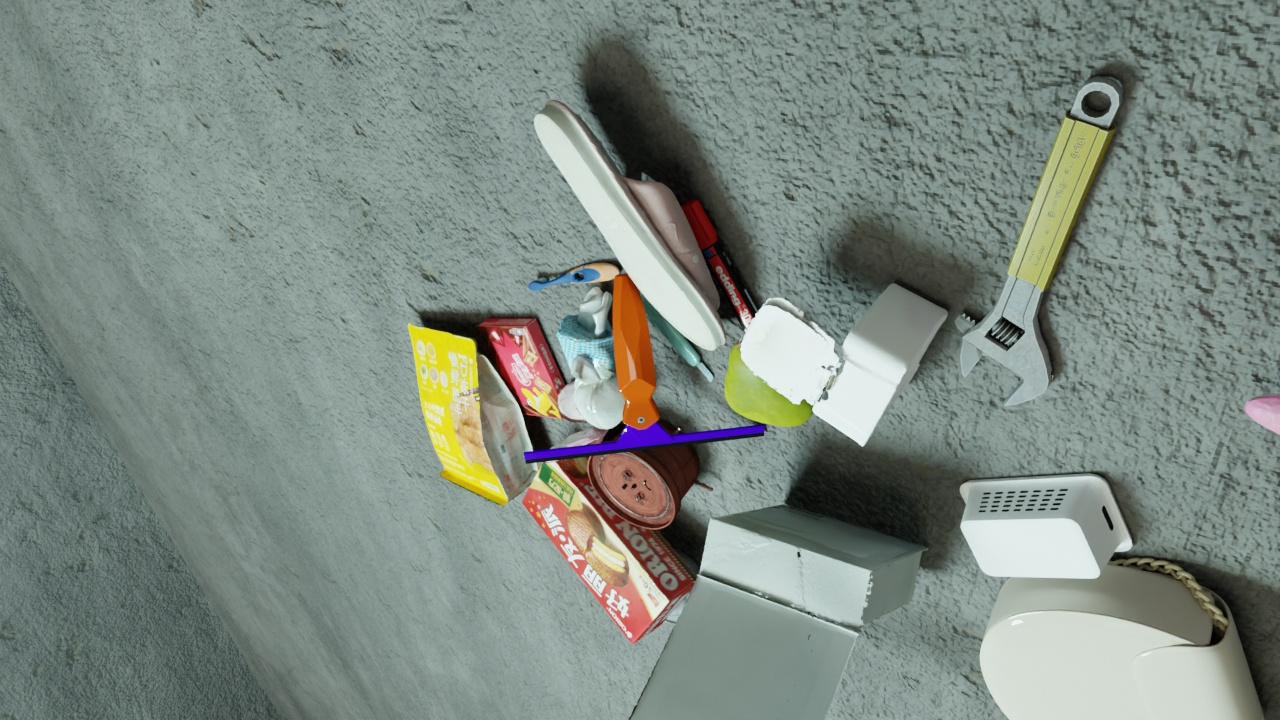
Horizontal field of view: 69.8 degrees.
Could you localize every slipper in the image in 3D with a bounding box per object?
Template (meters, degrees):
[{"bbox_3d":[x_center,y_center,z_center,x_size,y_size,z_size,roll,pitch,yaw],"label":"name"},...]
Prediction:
[{"bbox_3d":[0.003,-0.123,0.833,0.274,0.054,0.114,53,167,-20],"label":"slipper"}]

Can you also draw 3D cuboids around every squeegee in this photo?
[{"bbox_3d":[-0.005,0.005,0.921,0.249,0.055,0.185,-7,100,0],"label":"squeegee"}]

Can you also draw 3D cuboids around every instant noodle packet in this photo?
[{"bbox_3d":[-0.224,0.058,1.190,0.163,0.084,0.222,15,128,47],"label":"instant noodle packet"}]

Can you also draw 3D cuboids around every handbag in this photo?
[{"bbox_3d":[0.411,0.279,0.802,0.209,0.103,0.211,-10,118,41],"label":"handbag"}]

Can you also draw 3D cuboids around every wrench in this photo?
[{"bbox_3d":[0.292,-0.074,0.667,0.084,0.018,0.274,26,137,23],"label":"wrench"}]

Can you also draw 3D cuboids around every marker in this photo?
[{"bbox_3d":[0.078,-0.081,0.848,0.024,0.021,0.145,-9,117,53],"label":"marker"}]

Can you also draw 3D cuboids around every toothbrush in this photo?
[{"bbox_3d":[-0.071,-0.089,0.981,0.135,0.017,0.021,-6,123,41],"label":"toothbrush"}]

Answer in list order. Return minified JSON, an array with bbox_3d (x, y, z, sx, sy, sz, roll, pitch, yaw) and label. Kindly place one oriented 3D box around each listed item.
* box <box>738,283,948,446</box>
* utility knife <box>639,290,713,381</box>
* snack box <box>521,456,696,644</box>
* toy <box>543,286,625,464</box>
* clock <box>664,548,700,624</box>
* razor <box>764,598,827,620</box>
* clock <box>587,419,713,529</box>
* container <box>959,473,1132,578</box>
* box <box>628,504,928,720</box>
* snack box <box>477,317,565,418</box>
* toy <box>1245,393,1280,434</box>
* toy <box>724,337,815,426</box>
[{"bbox_3d":[0.156,-0.010,0.762,0.137,0.123,0.109,32,140,20],"label":"box"},{"bbox_3d":[0.033,-0.026,0.942,0.129,0.015,0.022,50,145,-8],"label":"utility knife"},{"bbox_3d":[-0.043,0.221,1.138,0.236,0.060,0.113,48,134,19],"label":"snack box"},{"bbox_3d":[-0.042,0.010,1.000,0.105,0.130,0.206,9,125,-4],"label":"toy"},{"bbox_3d":[0.023,0.285,1.187,0.148,0.056,0.104,25,135,22],"label":"clock"},{"bbox_3d":[0.154,0.292,1.070,0.141,0.063,0.053,22,136,28],"label":"razor"},{"bbox_3d":[-0.004,0.126,1.060,0.158,0.072,0.120,-7,118,44],"label":"clock"},{"bbox_3d":[0.340,0.146,0.790,0.129,0.049,0.081,-12,114,46],"label":"container"},{"bbox_3d":[0.115,0.254,0.830,0.167,0.367,0.150,13,133,35],"label":"box"},{"bbox_3d":[-0.137,0.009,1.117,0.089,0.021,0.133,3,125,41],"label":"snack box"},{"bbox_3d":[0.451,-0.010,0.498,0.187,0.127,0.266,18,139,25],"label":"toy"},{"bbox_3d":[0.120,0.019,0.866,0.090,0.051,0.110,13,147,24],"label":"toy"}]
